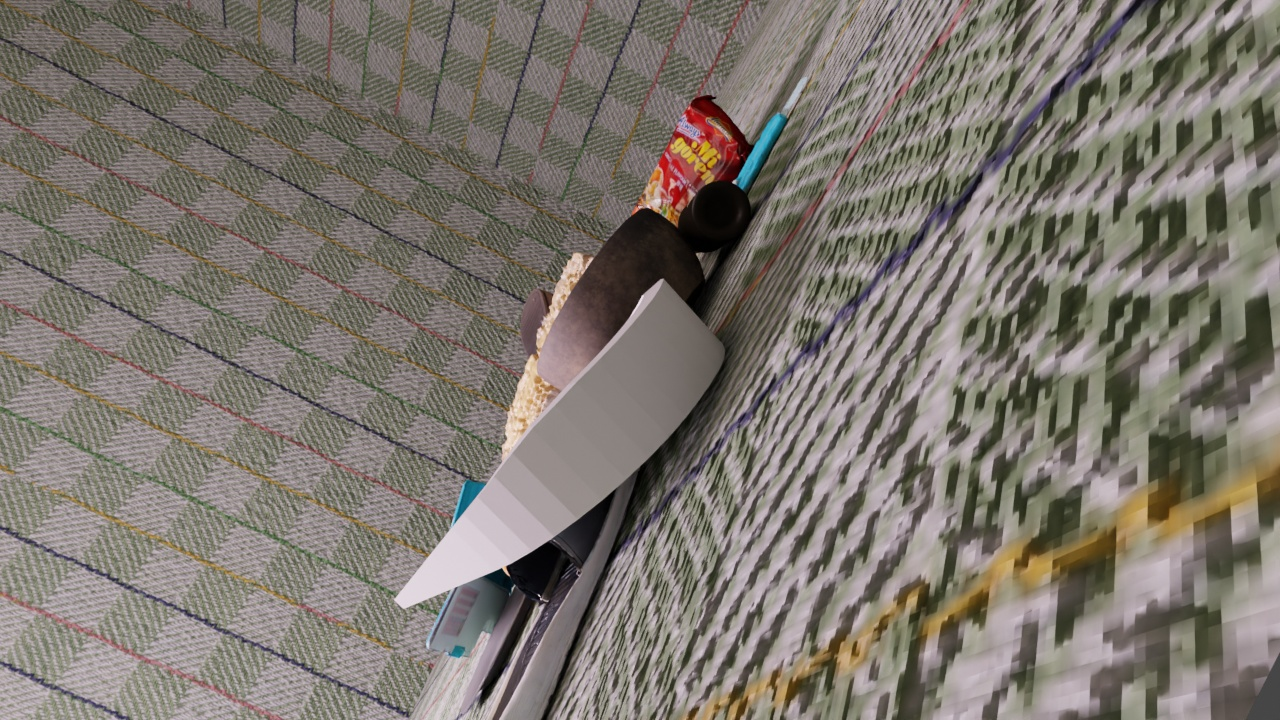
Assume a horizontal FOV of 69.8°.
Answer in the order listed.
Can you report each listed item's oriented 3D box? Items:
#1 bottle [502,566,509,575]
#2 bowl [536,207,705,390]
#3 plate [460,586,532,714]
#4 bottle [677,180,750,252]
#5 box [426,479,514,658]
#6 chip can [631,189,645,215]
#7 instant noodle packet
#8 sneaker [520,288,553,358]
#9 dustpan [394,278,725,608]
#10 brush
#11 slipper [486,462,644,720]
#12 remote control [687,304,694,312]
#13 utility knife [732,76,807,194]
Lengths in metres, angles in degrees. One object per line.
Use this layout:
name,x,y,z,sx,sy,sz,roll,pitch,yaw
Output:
bottle,-0.091,0.152,0.778,0.063,0.063,0.109,-67,6,-35
bowl,-0.009,-0.036,0.735,0.162,0.070,0.162,-56,-5,-8
plate,-0.132,0.266,0.912,0.178,0.012,0.178,-62,5,9
bottle,0.052,-0.113,0.780,0.045,0.045,0.184,-63,5,-2
box,-0.181,0.249,1.045,0.227,0.039,0.181,78,-156,-68
chip can,0.031,-0.157,1.013,0.214,0.087,0.086,-57,8,45
instant noodle packet,0.053,-0.176,0.882,0.039,0.098,0.136,-6,-39,-39
sneaker,-0.058,0.019,1.059,0.095,0.119,0.234,-60,35,32
dustpan,-0.057,0.044,0.573,0.259,0.053,0.190,-32,14,48
brush,-0.076,0.008,0.917,0.272,0.056,0.083,-63,33,36
slipper,-0.063,0.137,0.589,0.111,0.063,0.263,123,170,-54
remote control,0.008,0.024,0.685,0.047,0.022,0.151,-69,6,-46
utility knife,0.104,-0.180,0.788,0.141,0.015,0.022,-59,30,21
